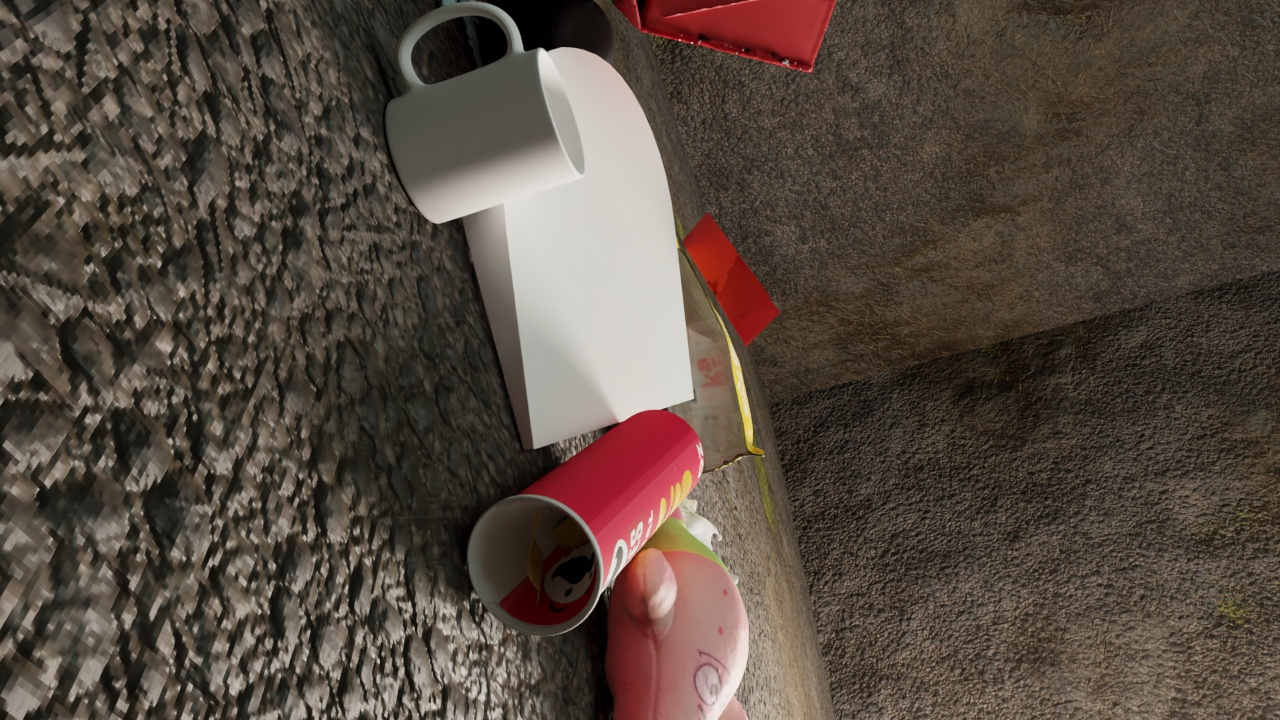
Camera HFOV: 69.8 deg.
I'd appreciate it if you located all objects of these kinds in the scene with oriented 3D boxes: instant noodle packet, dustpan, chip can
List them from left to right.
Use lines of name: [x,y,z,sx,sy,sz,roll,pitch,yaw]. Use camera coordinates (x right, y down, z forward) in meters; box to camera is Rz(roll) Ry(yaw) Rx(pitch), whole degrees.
dustpan: [-0.048,-0.084,0.652,0.191,0.053,0.258,-13,98,-54]
chip can: [-0.019,0.082,0.538,0.220,0.069,0.069,-26,101,-71]
instant noodle packet: [0.058,-0.008,0.868,0.163,0.084,0.221,16,62,-81]

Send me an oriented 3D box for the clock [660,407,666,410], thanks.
clock: [-0.005,0.005,0.858,0.147,0.056,0.104,-33,115,-77]

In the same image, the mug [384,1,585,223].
mug: [-0.091,-0.143,0.516,0.073,0.090,0.110,-69,142,-73]

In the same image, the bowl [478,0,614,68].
bowl: [-0.059,-0.248,0.716,0.053,0.123,0.124,-3,-73,56]

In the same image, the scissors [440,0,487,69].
scissors: [-0.145,-0.308,0.702,0.170,0.013,0.176,-88,163,-53]

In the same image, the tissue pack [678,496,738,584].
tissue pack: [0.041,0.183,0.836,0.104,0.071,0.181,42,30,-70]

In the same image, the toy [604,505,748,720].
toy: [0.021,0.204,0.614,0.236,0.097,0.192,-74,146,-52]

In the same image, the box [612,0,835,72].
box: [0.005,-0.373,0.622,0.212,0.148,0.375,-111,178,-56]
